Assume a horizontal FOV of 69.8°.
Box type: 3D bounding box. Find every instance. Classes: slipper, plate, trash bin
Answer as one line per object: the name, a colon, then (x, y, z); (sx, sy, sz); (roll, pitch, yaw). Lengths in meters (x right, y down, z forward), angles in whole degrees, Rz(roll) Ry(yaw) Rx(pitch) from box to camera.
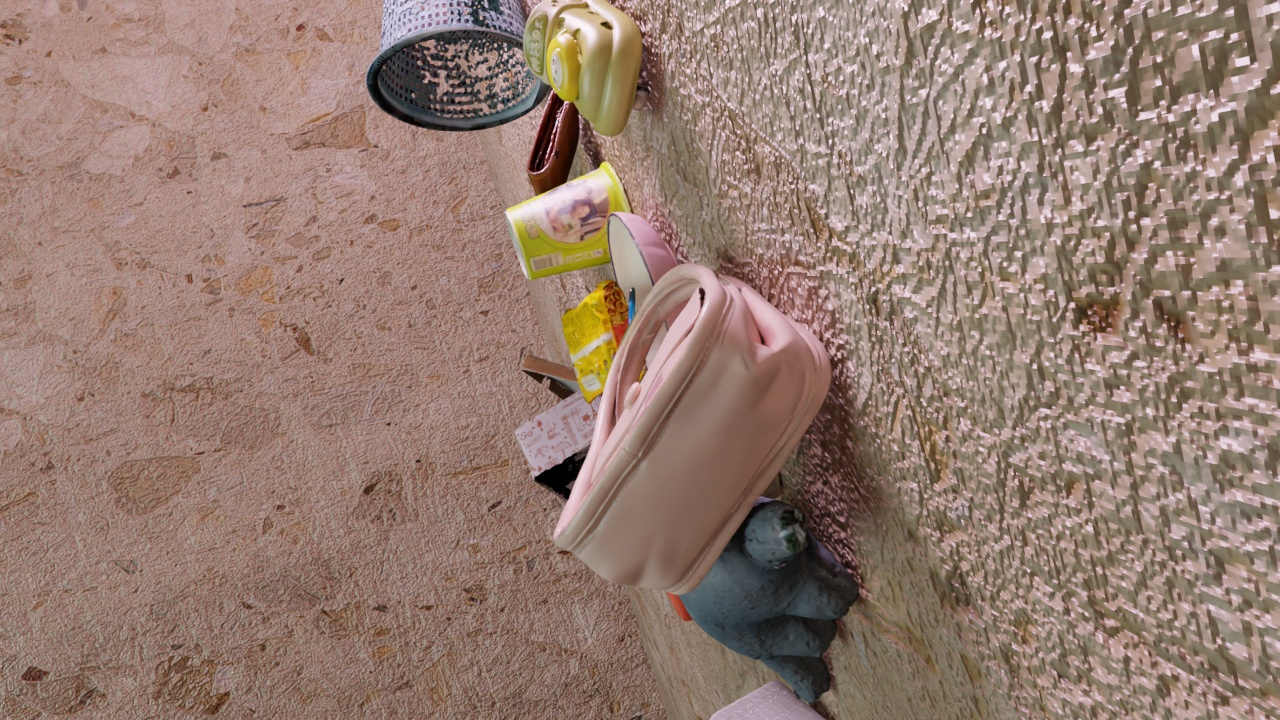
slipper: (-0.055, -0.246, 0.741); (0.190, 0.081, 0.092); (-113, 26, -50)
plate: (0.017, -0.053, 0.872); (0.192, 0.039, 0.192); (161, 91, -81)
trash bin: (-0.235, -0.431, 1.160); (0.227, 0.226, 0.195); (106, 157, -75)

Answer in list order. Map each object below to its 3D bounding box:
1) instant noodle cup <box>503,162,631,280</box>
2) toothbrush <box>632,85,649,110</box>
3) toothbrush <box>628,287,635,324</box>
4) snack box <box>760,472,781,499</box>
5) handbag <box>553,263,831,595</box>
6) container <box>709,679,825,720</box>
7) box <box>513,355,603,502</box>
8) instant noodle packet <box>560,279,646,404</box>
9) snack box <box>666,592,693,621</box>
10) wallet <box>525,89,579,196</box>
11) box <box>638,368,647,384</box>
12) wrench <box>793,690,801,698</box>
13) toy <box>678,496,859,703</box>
instant noodle cup: (-0.078, -0.143, 0.990); (0.112, 0.123, 0.111); (161, 91, -82)
toothbrush: (-0.019, -0.226, 0.805); (0.181, 0.015, 0.018); (-134, 55, -72)
toothbrush: (-0.011, 0.014, 0.797); (0.014, 0.016, 0.189); (71, -163, -58)
snack box: (0.052, 0.069, 0.734); (0.077, 0.094, 0.093); (-121, 15, -53)
handbag: (0.020, 0.019, 0.622); (0.194, 0.093, 0.233); (-57, 18, 21)
container: (0.134, 0.368, 0.838); (0.114, 0.090, 0.090); (10, 120, 66)
box: (-0.081, 0.074, 1.236); (0.177, 0.153, 0.182); (60, -175, 30)
instant noodle packet: (-0.041, -0.016, 0.954); (0.129, 0.044, 0.110); (-27, 75, 64)
snack box: (0.068, 0.250, 1.054); (0.091, 0.080, 0.082); (-129, 21, -65)
wallet: (-0.095, -0.231, 1.039); (0.101, 0.032, 0.124); (84, -162, -68)
box: (-0.006, 0.006, 1.071); (0.089, 0.061, 0.184); (-120, 16, -55)
wrench: (0.133, 0.314, 1.003); (0.274, 0.016, 0.056); (135, 117, -79)
toy: (0.086, 0.167, 0.678); (0.138, 0.091, 0.357); (32, 158, 26)
